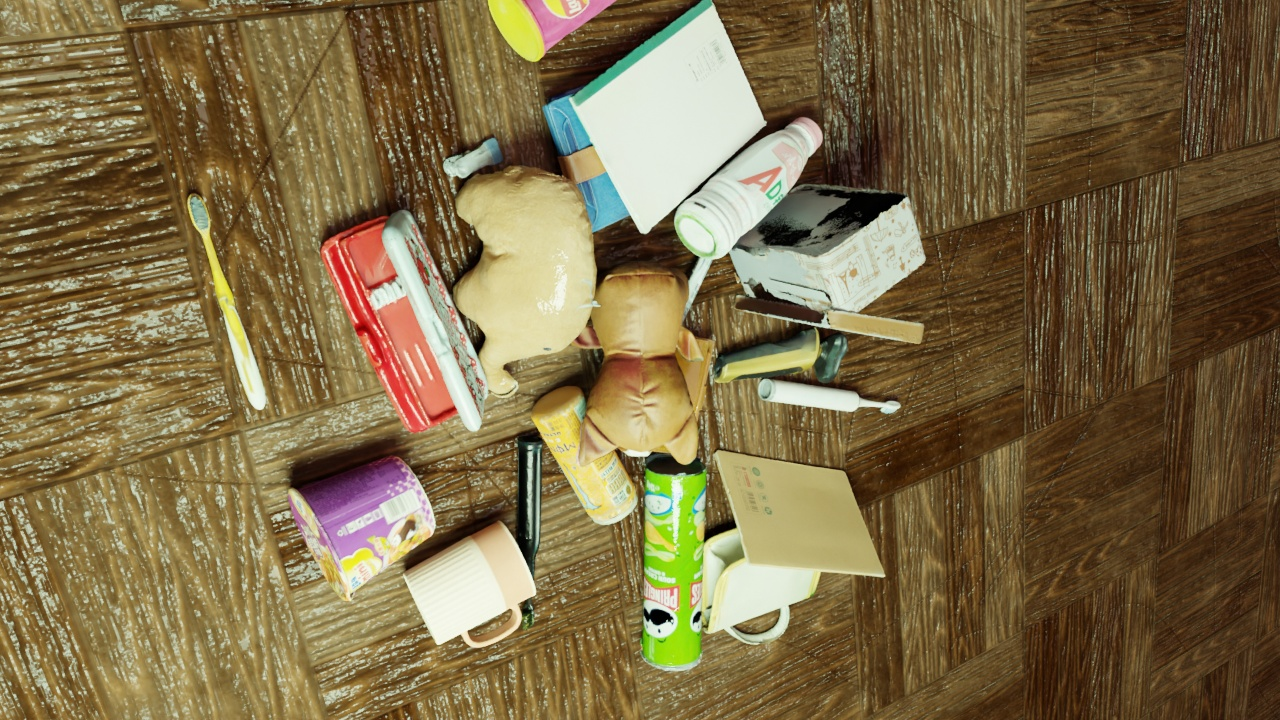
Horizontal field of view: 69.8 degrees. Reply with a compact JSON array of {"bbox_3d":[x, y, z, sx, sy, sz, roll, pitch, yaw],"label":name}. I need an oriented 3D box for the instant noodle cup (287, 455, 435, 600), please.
[{"bbox_3d":[-0.249,0.144,0.831,0.099,0.112,0.112,-28,115,-32],"label":"instant noodle cup"}]

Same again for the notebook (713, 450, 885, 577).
[{"bbox_3d":[0.187,0.180,1.073,0.207,0.147,0.008,12,136,-32],"label":"notebook"}]

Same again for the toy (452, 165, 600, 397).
[{"bbox_3d":[-0.107,-0.065,0.851,0.082,0.143,0.226,-27,124,-63],"label":"toy"}]

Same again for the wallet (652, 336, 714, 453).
[{"bbox_3d":[0.029,0.035,0.994,0.119,0.035,0.131,8,98,-29],"label":"wallet"}]

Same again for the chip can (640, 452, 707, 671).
[{"bbox_3d":[0.037,0.224,1.028,0.072,0.072,0.236,-7,105,-28],"label":"chip can"}]

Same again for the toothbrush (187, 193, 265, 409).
[{"bbox_3d":[-0.346,-0.045,0.771,0.016,0.018,0.191,-18,111,-23],"label":"toothbrush"}]

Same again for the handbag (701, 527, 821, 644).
[{"bbox_3d":[0.138,0.278,1.115,0.163,0.063,0.179,-11,123,-27],"label":"handbag"}]

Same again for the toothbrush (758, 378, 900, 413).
[{"bbox_3d":[0.237,0.047,1.121,0.220,0.026,0.026,8,137,-31],"label":"toothbrush"}]

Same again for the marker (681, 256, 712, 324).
[{"bbox_3d":[0.060,-0.089,0.976,0.017,0.017,0.145,34,75,-32],"label":"marker"}]

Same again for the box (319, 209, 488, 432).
[{"bbox_3d":[-0.197,-0.028,0.814,0.095,0.099,0.201,-29,115,-21],"label":"box"}]

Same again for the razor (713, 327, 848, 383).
[{"bbox_3d":[0.160,0.002,1.051,0.167,0.062,0.067,-9,77,-22],"label":"razor"}]

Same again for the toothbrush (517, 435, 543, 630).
[{"bbox_3d":[-0.117,0.183,0.956,0.026,0.027,0.213,5,103,11],"label":"toothbrush"}]

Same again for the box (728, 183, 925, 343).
[{"bbox_3d":[0.202,-0.076,0.978,0.150,0.182,0.168,-36,118,-17],"label":"box"}]

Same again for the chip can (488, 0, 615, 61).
[{"bbox_3d":[-0.035,-0.360,0.834,0.210,0.071,0.071,-41,119,-15],"label":"chip can"}]

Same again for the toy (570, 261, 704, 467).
[{"bbox_3d":[-0.005,0.005,0.903,0.140,0.130,0.199,-4,78,-2],"label":"toy"}]

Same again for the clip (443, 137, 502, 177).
[{"bbox_3d":[-0.152,-0.185,0.844,0.056,0.028,0.024,-31,118,-30],"label":"clip"}]

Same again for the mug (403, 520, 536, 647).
[{"bbox_3d":[-0.164,0.232,0.910,0.105,0.082,0.115,-25,115,-20],"label":"mug"}]

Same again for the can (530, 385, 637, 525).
[{"bbox_3d":[-0.056,0.098,0.949,0.058,0.058,0.146,-35,117,-17],"label":"can"}]

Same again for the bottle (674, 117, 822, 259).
[{"bbox_3d":[0.120,-0.188,0.965,0.196,0.068,0.068,-45,120,-23],"label":"bottle"}]

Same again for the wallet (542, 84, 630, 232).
[{"bbox_3d":[-0.033,-0.204,0.898,0.106,0.040,0.133,-29,114,-25],"label":"wallet"}]

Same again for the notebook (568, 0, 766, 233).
[{"bbox_3d":[0.035,-0.247,0.914,0.208,0.012,0.150,-44,119,-26],"label":"notebook"}]
